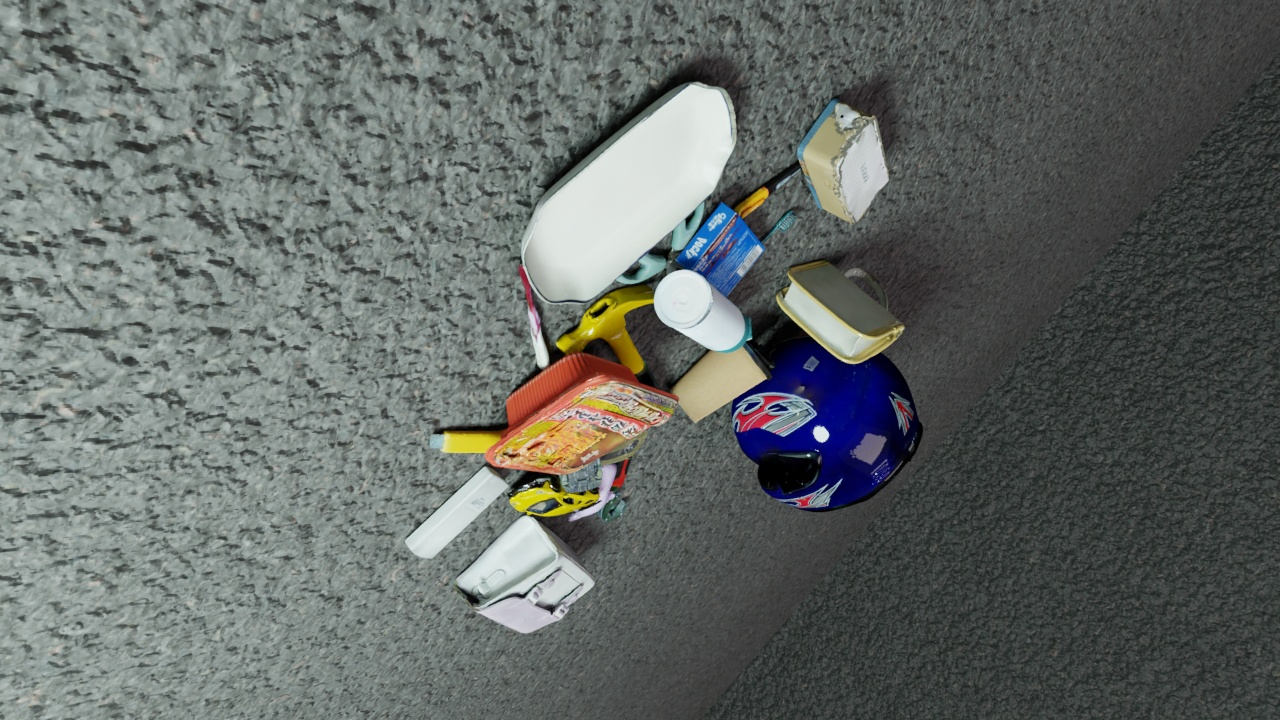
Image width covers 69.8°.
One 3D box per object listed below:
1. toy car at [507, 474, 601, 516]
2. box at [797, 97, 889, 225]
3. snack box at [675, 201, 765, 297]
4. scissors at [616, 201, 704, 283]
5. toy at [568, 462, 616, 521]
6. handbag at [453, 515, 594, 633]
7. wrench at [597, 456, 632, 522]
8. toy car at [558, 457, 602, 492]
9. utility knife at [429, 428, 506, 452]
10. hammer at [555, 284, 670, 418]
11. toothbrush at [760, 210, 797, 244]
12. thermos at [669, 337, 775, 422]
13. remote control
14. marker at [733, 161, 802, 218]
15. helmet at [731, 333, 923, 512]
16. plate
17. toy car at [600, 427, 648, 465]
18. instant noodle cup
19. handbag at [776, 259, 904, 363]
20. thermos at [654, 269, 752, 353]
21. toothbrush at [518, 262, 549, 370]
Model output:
[{"bbox_3d":[-0.113,0.180,1.208,0.071,0.041,0.155,-26,158,23],"label":"toy car"},{"bbox_3d":[0.254,-0.239,1.134,0.089,0.062,0.184,-53,156,-3],"label":"box"},{"bbox_3d":[0.098,-0.127,1.095,0.084,0.026,0.157,-51,160,6],"label":"snack box"},{"bbox_3d":[0.016,-0.117,1.023,0.169,0.019,0.178,-36,154,-20],"label":"scissors"},{"bbox_3d":[-0.062,0.182,1.310,0.083,0.039,0.108,-26,145,-33],"label":"toy"},{"bbox_3d":[-0.159,0.316,1.308,0.145,0.098,0.197,-37,152,-4],"label":"handbag"},{"bbox_3d":[-0.025,0.159,1.356,0.056,0.016,0.274,-26,148,-33],"label":"wrench"},{"bbox_3d":[-0.079,0.109,1.145,0.054,0.036,0.121,-9,113,-11],"label":"toy car"},{"bbox_3d":[-0.178,0.089,1.039,0.173,0.015,0.033,9,116,-57],"label":"utility knife"},{"bbox_3d":[-0.007,0.007,1.138,0.128,0.033,0.301,-41,151,-7],"label":"hammer"},{"bbox_3d":[0.133,-0.122,1.182,0.191,0.018,0.016,-46,154,1],"label":"toothbrush"},{"bbox_3d":[0.115,0.021,1.288,0.143,0.093,0.093,-39,154,4],"label":"thermos"},{"bbox_3d":[-0.221,0.184,1.106,0.135,0.019,0.056,-43,154,-4],"label":"remote control"},{"bbox_3d":[0.159,-0.208,1.101,0.123,0.015,0.018,-38,159,-19],"label":"marker"},{"bbox_3d":[0.257,0.085,1.408,0.316,0.240,0.246,-31,-158,53],"label":"helmet"},{"bbox_3d":[-0.014,-0.164,0.885,0.265,0.034,0.162,-42,150,-10],"label":"plate"},{"bbox_3d":[-0.055,0.114,1.221,0.157,0.042,0.070,-10,136,-42],"label":"toy car"},{"bbox_3d":[-0.071,0.059,1.035,0.189,0.079,0.164,-35,151,23],"label":"instant noodle cup"},{"bbox_3d":[0.301,-0.078,1.324,0.178,0.163,0.063,-21,146,-41],"label":"handbag"},{"bbox_3d":[0.079,-0.052,1.108,0.073,0.073,0.224,-49,161,6],"label":"thermos"},{"bbox_3d":[-0.107,-0.042,0.956,0.017,0.016,0.188,-44,155,-24],"label":"toothbrush"}]
